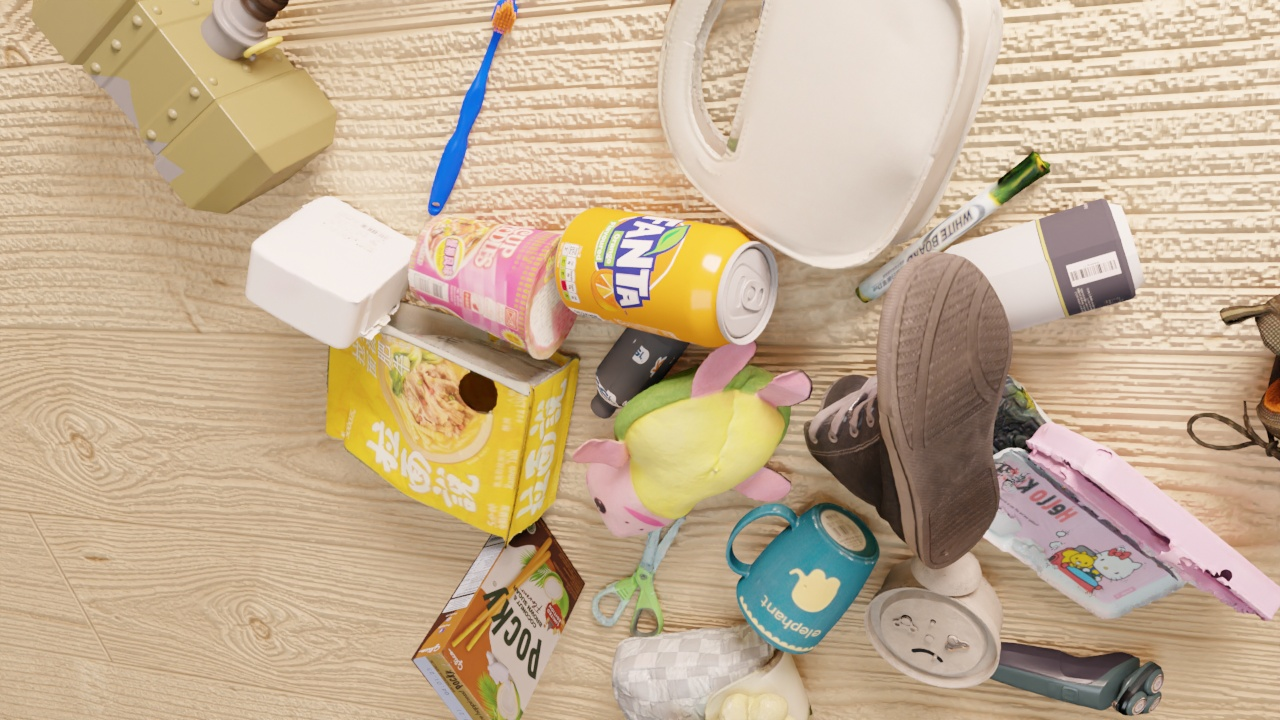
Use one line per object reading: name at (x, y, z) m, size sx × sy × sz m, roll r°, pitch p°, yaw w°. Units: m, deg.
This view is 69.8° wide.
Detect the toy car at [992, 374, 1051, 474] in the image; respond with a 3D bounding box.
toy car at (0.268, 0.050, 0.654) m, size 0.048 × 0.033 × 0.105 m, roll -35°, pitch 114°, yaw 28°

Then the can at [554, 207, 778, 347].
can at (0.015, -0.057, 0.624) m, size 0.143 × 0.078 × 0.079 m, roll 16°, pitch 126°, yaw 36°

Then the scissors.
scissors at (0.012, 0.198, 0.844) m, size 0.078 × 0.032 × 0.176 m, roll 29°, pitch 128°, yaw 5°

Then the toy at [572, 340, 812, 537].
toy at (0.038, 0.064, 0.706) m, size 0.190 × 0.087 × 0.239 m, roll 10°, pitch 140°, yaw -26°

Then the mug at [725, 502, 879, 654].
mug at (0.126, 0.163, 0.742) m, size 0.112 × 0.084 × 0.104 m, roll 33°, pitch 118°, yaw 1°

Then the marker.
marker at (0.203, -0.084, 0.607) m, size 0.017 × 0.017 × 0.147 m, roll 44°, pitch 124°, yaw -9°

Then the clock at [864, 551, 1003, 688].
clock at (0.239, 0.188, 0.729) m, size 0.103 × 0.061 × 0.157 m, roll 15°, pitch 127°, yaw 25°

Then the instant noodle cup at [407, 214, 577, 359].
instant noodle cup at (-0.108, -0.063, 0.687) m, size 0.109 × 0.097 × 0.098 m, roll 19°, pitch 124°, yaw 17°

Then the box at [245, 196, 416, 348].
box at (-0.238, -0.062, 0.719) m, size 0.102 × 0.106 × 0.076 m, roll 29°, pitch 128°, yaw 0°

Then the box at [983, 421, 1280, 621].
box at (0.332, 0.117, 0.648) m, size 0.201 × 0.073 × 0.150 m, roll 35°, pitch 157°, yaw -17°

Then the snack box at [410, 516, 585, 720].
snack box at (-0.116, 0.223, 0.797) m, size 0.032 × 0.185 × 0.101 m, roll -19°, pitch 112°, yaw 27°

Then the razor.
razor at (0.343, 0.254, 0.747) m, size 0.143 × 0.052 × 0.047 m, roll 5°, pitch 119°, yaw 27°

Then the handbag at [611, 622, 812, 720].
handbag at (0.058, 0.307, 0.826) m, size 0.172 × 0.123 × 0.112 m, roll -11°, pitch 121°, yaw 18°

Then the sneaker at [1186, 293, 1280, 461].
sneaker at (0.427, 0.052, 0.558) m, size 0.143 × 0.100 × 0.238 m, roll -22°, pitch 106°, yaw 24°

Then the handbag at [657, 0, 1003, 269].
handbag at (0.103, -0.166, 0.562) m, size 0.199 × 0.092 × 0.201 m, roll 33°, pitch 127°, yaw 23°

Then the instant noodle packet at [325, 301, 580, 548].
instant noodle packet at (-0.177, 0.041, 0.783) m, size 0.222 × 0.084 × 0.163 m, roll 21°, pitch 122°, yaw 14°

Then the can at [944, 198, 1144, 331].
can at (0.243, -0.054, 0.582) m, size 0.128 × 0.064 × 0.064 m, roll -17°, pitch 113°, yaw 27°

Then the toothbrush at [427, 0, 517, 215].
toothbrush at (-0.124, -0.177, 0.663) m, size 0.016 × 0.018 × 0.183 m, roll 16°, pitch 127°, yaw -20°

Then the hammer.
hammer at (-0.229, -0.257, 0.601) m, size 0.326 × 0.100 × 0.190 m, roll -26°, pitch 108°, yaw 30°

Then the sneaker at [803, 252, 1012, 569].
sneaker at (0.166, 0.020, 0.597) m, size 0.095 × 0.120 × 0.235 m, roll -33°, pitch 131°, yaw -13°

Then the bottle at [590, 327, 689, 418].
bottle at (-0.004, 0.004, 0.713) m, size 0.047 × 0.046 × 0.113 m, roll 35°, pitch 124°, yaw -3°
